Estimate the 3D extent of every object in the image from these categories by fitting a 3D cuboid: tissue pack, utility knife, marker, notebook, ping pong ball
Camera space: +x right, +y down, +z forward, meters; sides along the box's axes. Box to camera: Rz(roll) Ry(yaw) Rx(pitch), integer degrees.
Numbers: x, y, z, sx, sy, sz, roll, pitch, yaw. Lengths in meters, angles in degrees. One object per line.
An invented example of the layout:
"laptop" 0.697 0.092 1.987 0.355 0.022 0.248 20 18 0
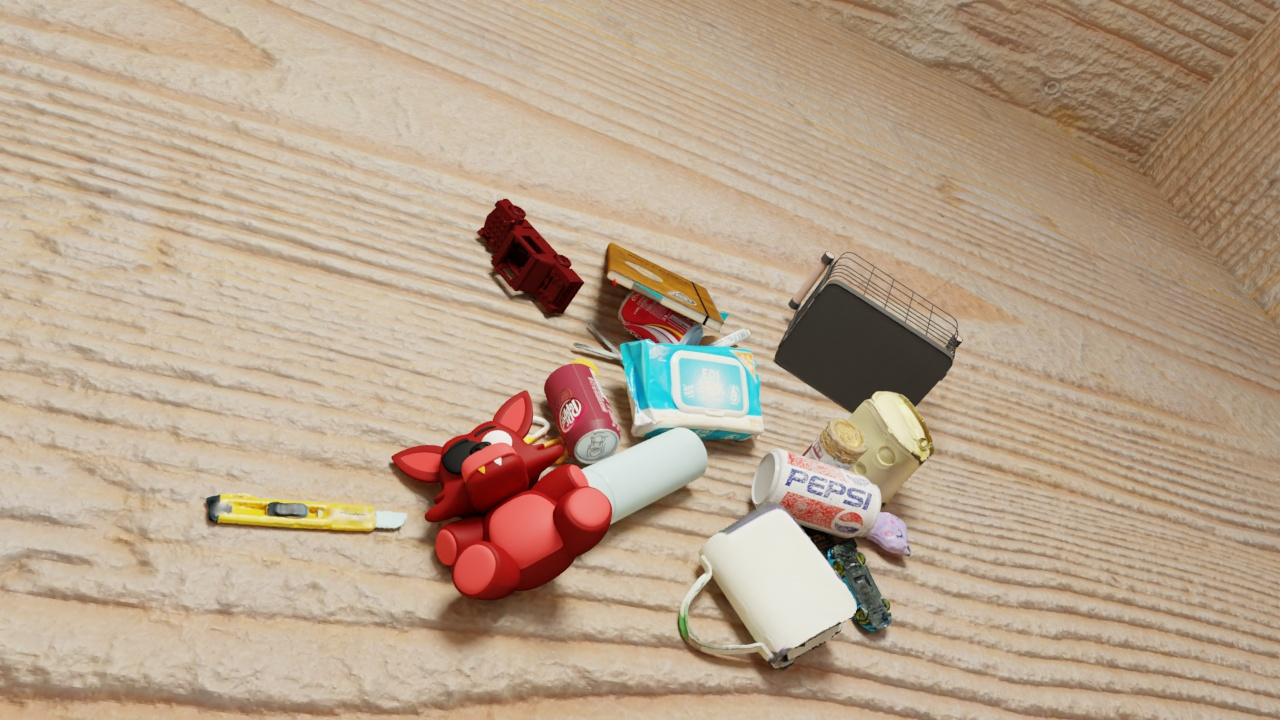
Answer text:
"tissue pack" 0.072 0.039 1.139 0.209 0.066 0.117 6 70 -33
"utility knife" -0.299 0.139 0.832 0.175 0.017 0.030 11 50 -30
"marker" 0.108 -0.020 1.246 0.017 0.017 0.146 46 39 18
"notebook" 0.036 -0.100 1.255 0.178 0.014 0.249 25 13 -9
"ping pong ball" -0.071 0.018 1.106 0.040 0.040 0.040 19 39 -16

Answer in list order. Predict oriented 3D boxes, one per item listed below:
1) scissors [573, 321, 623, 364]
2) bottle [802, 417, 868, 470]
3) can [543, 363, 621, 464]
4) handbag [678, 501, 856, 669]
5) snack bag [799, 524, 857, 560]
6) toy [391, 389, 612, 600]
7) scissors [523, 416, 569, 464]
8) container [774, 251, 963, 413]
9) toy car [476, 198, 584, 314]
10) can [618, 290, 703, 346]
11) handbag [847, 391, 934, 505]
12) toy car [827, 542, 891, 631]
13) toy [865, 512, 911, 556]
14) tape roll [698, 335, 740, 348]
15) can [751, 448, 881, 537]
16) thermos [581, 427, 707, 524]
"scissors" -0.012 0.011 1.178 0.141 0.014 0.171 1 48 -38
"bottle" 0.231 0.125 1.142 0.056 0.105 0.056 19 38 -16
"can" -0.066 0.058 1.034 0.063 0.063 0.114 7 36 -30
"handbag" 0.114 0.251 0.964 0.175 0.074 0.151 -23 59 -26
"snack bag" 0.189 0.210 1.088 0.154 0.018 0.074 -6 50 -40
"toy" -0.133 0.126 0.878 0.158 0.121 0.197 -28 58 -14
"scissors" -0.135 0.095 0.996 0.131 0.013 0.073 -18 58 -47
"container" 0.333 -0.032 1.345 0.241 0.163 0.130 33 37 2
"toy car" -0.153 -0.137 1.199 0.170 0.070 0.061 48 28 20
"can" 0.026 -0.047 1.221 0.105 0.064 0.064 35 36 19
"handbag" 0.315 0.115 1.203 0.081 0.120 0.111 4 45 -35
"toy car" 0.249 0.263 1.059 0.048 0.032 0.105 -5 59 -40
"toy" 0.297 0.202 1.160 0.099 0.037 0.080 26 33 -6
"tape roll" 0.110 0.008 1.256 0.094 0.027 0.093 19 38 -16
"can" 0.206 0.158 1.081 0.136 0.078 0.078 18 39 -11
"thermos" -0.014 0.131 0.997 0.078 0.065 0.206 11 20 40
